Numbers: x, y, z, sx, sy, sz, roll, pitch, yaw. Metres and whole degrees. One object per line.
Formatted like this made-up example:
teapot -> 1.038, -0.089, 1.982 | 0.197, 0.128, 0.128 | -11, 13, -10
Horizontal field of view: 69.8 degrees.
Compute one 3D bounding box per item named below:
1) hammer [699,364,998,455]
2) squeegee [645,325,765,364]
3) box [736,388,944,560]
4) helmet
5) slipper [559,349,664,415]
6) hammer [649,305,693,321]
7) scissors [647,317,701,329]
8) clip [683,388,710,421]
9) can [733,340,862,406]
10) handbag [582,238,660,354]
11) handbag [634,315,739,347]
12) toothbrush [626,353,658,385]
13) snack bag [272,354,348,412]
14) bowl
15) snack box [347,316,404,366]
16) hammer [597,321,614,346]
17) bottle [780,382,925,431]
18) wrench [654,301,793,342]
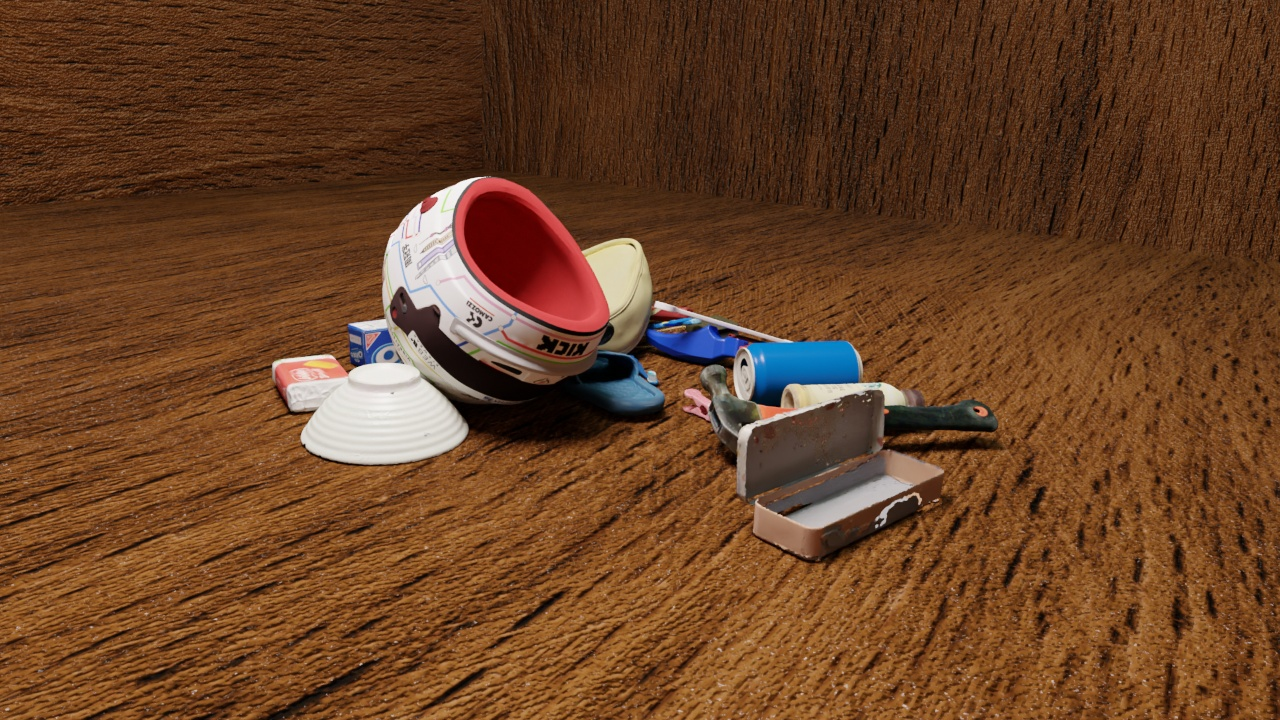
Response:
hammer -> 0.237, 0.062, 1.000 | 0.332, 0.033, 0.133 | 0, 44, -15
squeegee -> 0.092, -0.023, 1.299 | 0.185, 0.055, 0.249 | 10, 0, 26
box -> 0.192, 0.099, 0.853 | 0.215, 0.096, 0.105 | -12, 28, -41
helmet -> -0.183, -0.060, 1.086 | 0.230, 0.237, 0.314 | 6, 44, -41
slipper -> -0.041, 0.016, 1.150 | 0.103, 0.059, 0.214 | -6, 20, -32
hammer -> -0.069, -0.086, 1.484 | 0.315, 0.036, 0.126 | 6, -9, -10
scissors -> 0.061, -0.055, 1.363 | 0.104, 0.019, 0.132 | -11, 1, -18
clip -> 0.074, 0.050, 1.095 | 0.022, 0.037, 0.058 | -7, 23, -38
can -> 0.197, 0.016, 1.145 | 0.146, 0.079, 0.079 | -2, 18, -14
handbag -> -0.067, -0.079, 1.337 | 0.191, 0.089, 0.232 | -12, 35, 2
handbag -> 0.060, -0.036, 1.407 | 0.177, 0.027, 0.084 | -12, 20, -25
toothbrush -> -0.008, 0.007, 1.252 | 0.021, 0.016, 0.132 | -16, 23, -21
snack bag -> -0.392, 0.026, 1.100 | 0.076, 0.036, 0.116 | -7, 19, -29
bowl -> -0.276, 0.046, 0.993 | 0.177, 0.071, 0.177 | 3, 17, -1
snack box -> -0.288, -0.034, 1.277 | 0.225, 0.059, 0.059 | -10, 18, -39
hammer -> -0.135, -0.092, 1.282 | 0.140, 0.036, 0.326 | -36, 38, -21
bottle -> 0.248, 0.054, 1.068 | 0.162, 0.056, 0.056 | -1, 17, -11
wrench -> 0.138, -0.046, 1.313 | 0.273, 0.009, 0.047 | 15, 4, -28
